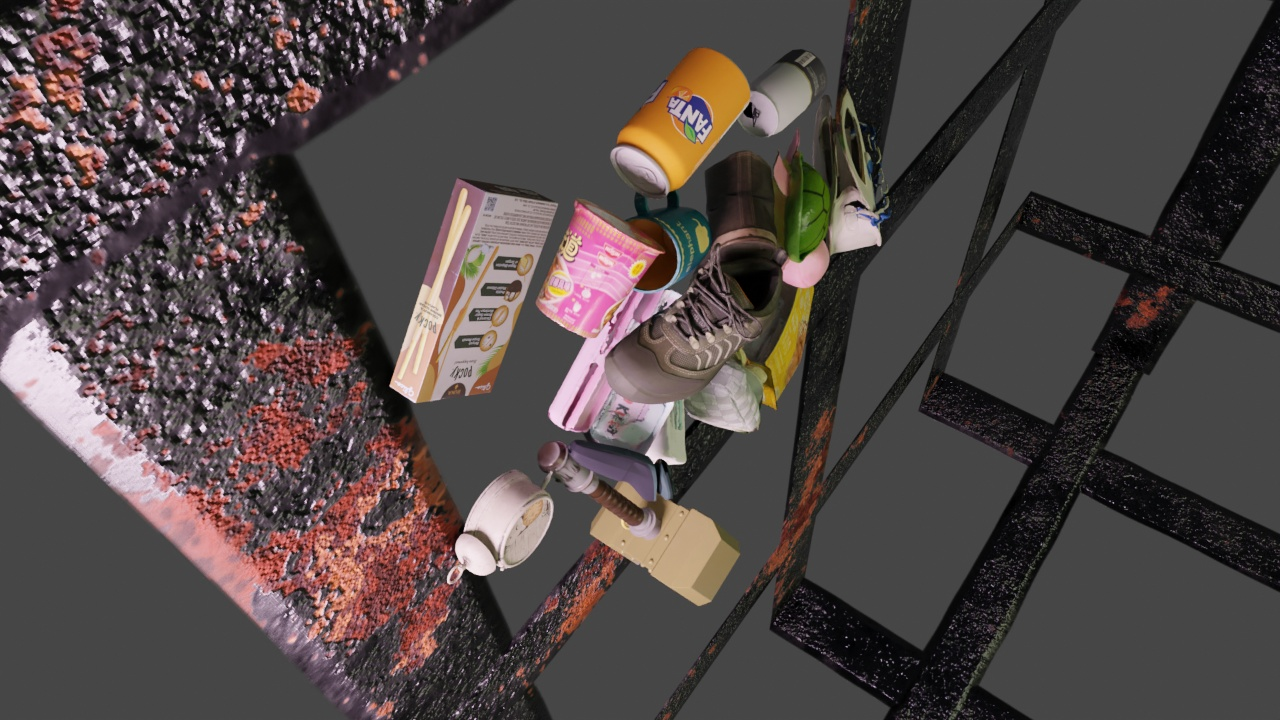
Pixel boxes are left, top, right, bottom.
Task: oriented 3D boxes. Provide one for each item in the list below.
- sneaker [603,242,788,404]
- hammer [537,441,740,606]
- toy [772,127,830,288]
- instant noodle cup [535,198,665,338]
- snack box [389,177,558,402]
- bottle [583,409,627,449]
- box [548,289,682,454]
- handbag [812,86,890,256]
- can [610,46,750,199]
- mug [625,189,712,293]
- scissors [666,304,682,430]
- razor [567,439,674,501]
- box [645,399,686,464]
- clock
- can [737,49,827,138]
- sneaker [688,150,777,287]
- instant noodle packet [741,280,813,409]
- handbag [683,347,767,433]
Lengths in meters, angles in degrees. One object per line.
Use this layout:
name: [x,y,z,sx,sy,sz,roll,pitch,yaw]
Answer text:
sneaker: [0.076,-0.045,0.965,0.237,0.101,0.143,-34,166,-28]
hammer: [-0.026,0.183,1.154,0.100,0.190,0.325,-56,138,-10]
toy: [0.195,-0.180,1.160,0.238,0.088,0.189,74,22,-48]
instant noodle cup: [-0.045,-0.084,0.883,0.109,0.098,0.097,-59,157,13]
snack box: [-0.142,-0.058,0.786,0.100,0.032,0.186,-8,123,-61]
bottle: [-0.037,0.098,1.141,0.047,0.047,0.112,-56,155,-12]
box: [-0.015,0.001,1.061,0.149,0.073,0.201,28,91,-39]
handbag: [0.280,-0.259,1.224,0.200,0.093,0.200,65,20,-57]
can: [0.039,-0.231,0.893,0.142,0.079,0.079,-53,154,-18]
mug: [0.026,-0.139,0.981,0.104,0.085,0.112,-33,115,-54]
scissors: [0.051,0.005,1.159,0.078,0.033,0.175,10,82,-72]
razor: [-0.021,0.124,1.053,0.142,0.047,0.052,22,103,-29]
box: [0.012,0.081,1.173,0.107,0.076,0.102,45,40,-72]
clock: [-0.151,0.191,1.002,0.156,0.061,0.104,-42,150,-39]
can: [0.161,-0.307,1.064,0.127,0.064,0.064,-44,151,-32]
sneaker: [0.108,-0.150,1.107,0.235,0.095,0.119,90,-1,-74]
instant noodle packet: [0.225,-0.057,1.462,0.221,0.084,0.163,-60,156,-17]
handbag: [0.112,0.027,1.283,0.123,0.112,0.171,-66,157,-13]
